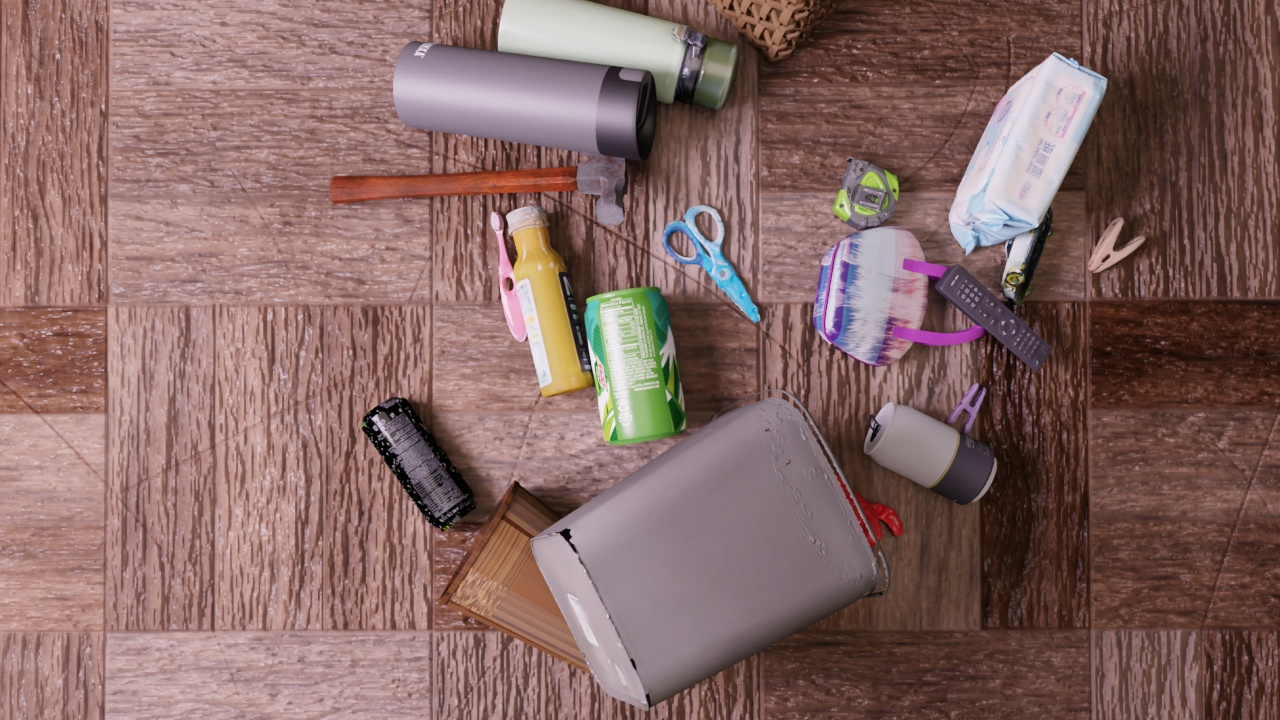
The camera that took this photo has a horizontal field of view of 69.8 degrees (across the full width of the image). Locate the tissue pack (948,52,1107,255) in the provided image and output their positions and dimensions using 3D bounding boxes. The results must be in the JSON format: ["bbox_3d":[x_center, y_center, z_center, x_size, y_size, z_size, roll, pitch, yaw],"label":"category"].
[{"bbox_3d":[0.362,-0.193,0.880,0.070,0.112,0.182,27,89,-1],"label":"tissue pack"}]

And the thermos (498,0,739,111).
[{"bbox_3d":[-0.018,-0.306,0.899,0.231,0.082,0.082,15,89,1],"label":"thermos"}]

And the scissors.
[{"bbox_3d":[0.080,-0.094,0.932,0.066,0.015,0.135,-37,91,-1],"label":"scissors"}]

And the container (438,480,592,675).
[{"bbox_3d":[-0.084,0.215,0.873,0.167,0.132,0.132,33,89,-5],"label":"container"}]

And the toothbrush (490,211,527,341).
[{"bbox_3d":[-0.134,-0.085,0.929,0.021,0.016,0.135,-12,89,4],"label":"toothbrush"}]

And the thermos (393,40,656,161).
[{"bbox_3d":[-0.107,-0.249,0.878,0.240,0.082,0.082,11,89,11],"label":"thermos"}]

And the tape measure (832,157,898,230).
[{"bbox_3d":[0.227,-0.164,0.918,0.058,0.036,0.065,16,89,0],"label":"tape measure"}]

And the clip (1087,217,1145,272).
[{"bbox_3d":[0.480,-0.111,0.923,0.039,0.024,0.060,26,99,4],"label":"clip"}]

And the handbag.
[{"bbox_3d":[0.265,-0.057,0.909,0.170,0.068,0.144,9,88,-6],"label":"handbag"}]

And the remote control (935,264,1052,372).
[{"bbox_3d":[0.343,-0.040,0.891,0.136,0.015,0.032,38,82,-13],"label":"remote control"}]

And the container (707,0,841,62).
[{"bbox_3d":[0.126,-0.463,0.835,0.251,0.214,0.219,45,89,1],"label":"container"}]

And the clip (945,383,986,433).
[{"bbox_3d":[0.334,0.052,0.926,0.052,0.014,0.041,-38,89,2],"label":"clip"}]

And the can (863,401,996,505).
[{"bbox_3d":[0.278,0.088,0.899,0.127,0.064,0.064,26,89,1],"label":"can"}]

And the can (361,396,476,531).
[{"bbox_3d":[-0.219,0.101,0.907,0.054,0.054,0.137,-36,89,-1],"label":"can"}]

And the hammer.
[{"bbox_3d":[-0.161,-0.176,0.907,0.301,0.028,0.110,-1,51,8],"label":"hammer"}]

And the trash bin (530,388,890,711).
[{"bbox_3d":[0.046,0.165,0.780,0.219,0.198,0.197,-26,87,-22],"label":"trash bin"}]

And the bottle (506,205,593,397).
[{"bbox_3d":[-0.092,-0.059,0.909,0.053,0.053,0.186,-14,86,0],"label":"bottle"}]

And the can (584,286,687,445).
[{"bbox_3d":[-0.005,0.005,0.893,0.083,0.083,0.144,-9,89,0],"label":"can"}]

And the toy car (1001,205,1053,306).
[{"bbox_3d":[0.381,-0.108,0.912,0.033,0.048,0.105,18,87,33],"label":"toy car"}]

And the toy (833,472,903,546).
[{"bbox_3d":[0.192,0.168,0.911,0.132,0.094,0.088,-5,47,-22],"label":"toy"}]
